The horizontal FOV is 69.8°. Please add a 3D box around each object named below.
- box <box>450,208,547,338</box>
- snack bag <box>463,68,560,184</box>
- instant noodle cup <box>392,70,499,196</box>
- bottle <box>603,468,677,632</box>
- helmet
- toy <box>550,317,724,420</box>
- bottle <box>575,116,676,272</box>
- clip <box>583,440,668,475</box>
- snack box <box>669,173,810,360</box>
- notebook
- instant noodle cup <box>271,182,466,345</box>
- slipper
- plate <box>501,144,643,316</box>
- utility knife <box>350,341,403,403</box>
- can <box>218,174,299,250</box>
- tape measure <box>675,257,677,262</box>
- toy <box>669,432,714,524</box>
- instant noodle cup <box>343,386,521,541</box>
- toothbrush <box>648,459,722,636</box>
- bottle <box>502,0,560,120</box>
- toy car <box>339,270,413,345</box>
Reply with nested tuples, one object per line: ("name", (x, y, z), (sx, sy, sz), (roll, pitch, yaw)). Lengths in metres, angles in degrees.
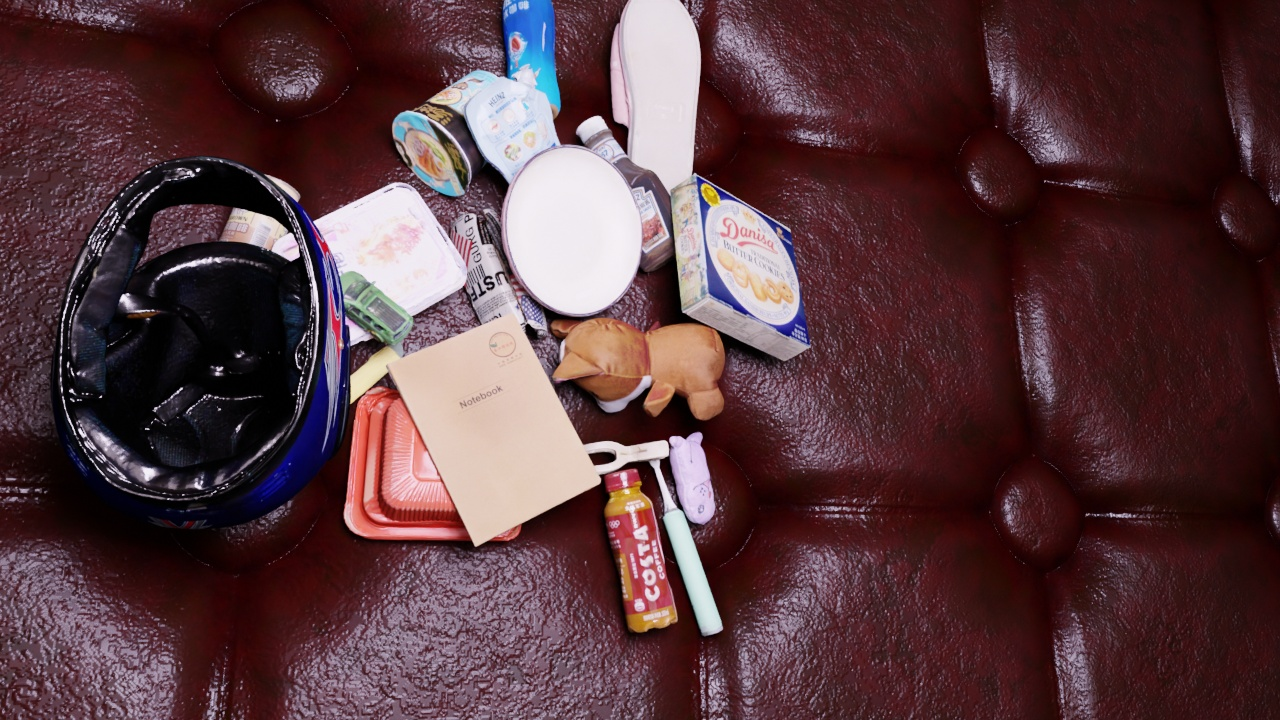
("box", (-0.151, -0.097, 1.053), (0.087, 0.076, 0.163), (-16, 79, -42))
("snack bag", (-0.124, -0.233, 1.051), (0.110, 0.039, 0.191), (-43, 126, -21))
("instant noodle cup", (-0.205, -0.270, 1.054), (0.111, 0.111, 0.120), (40, 60, -6))
("bottle", (-0.004, 0.210, 1.024), (0.057, 0.058, 0.175), (-9, 80, -21))
("helmet", (-0.388, -0.008, 0.838), (0.247, 0.241, 0.315), (8, 86, -16))
("toy", (-0.006, 0.006, 1.053), (0.199, 0.140, 0.131), (10, 115, -15))
("bottle", (-0.014, -0.206, 1.117), (0.195, 0.080, 0.044), (59, 23, 2))
("clip", (-0.020, 0.107, 1.032), (0.105, 0.081, 0.034), (-8, 78, 8))
("snack box", (0.119, -0.110, 1.096), (0.177, 0.046, 0.182), (22, 52, -38))
("notebook", (-0.151, 0.066, 0.949), (0.147, 0.008, 0.207), (-25, 80, -22))
("instant noodle cup", (-0.293, -0.097, 0.999), (0.173, 0.060, 0.138), (-33, 89, -22))
("slipper", (0.019, -0.332, 1.168), (0.114, 0.054, 0.274), (-2, 89, -16))
("plate", (-0.081, -0.146, 1.045), (0.192, 0.039, 0.192), (-1, 92, -40))
("utility knife", (-0.327, 0.044, 0.972), (0.031, 0.021, 0.197), (34, 59, 26))
("can", (-0.407, -0.133, 0.968), (0.058, 0.059, 0.116), (19, 71, -14))
("tape measure", (0.068, -0.153, 1.150), (0.057, 0.039, 0.058), (-5, 78, -20))
("toy", (0.062, 0.138, 1.070), (0.083, 0.039, 0.108), (-6, 81, -63))
("instant noodle cup", (-0.212, 0.104, 0.967), (0.188, 0.079, 0.164), (3, 72, -14))
("toothbrush", (0.047, 0.207, 1.060), (0.026, 0.027, 0.224), (-20, 83, 6))
("bottle", (-0.136, -0.400, 1.127), (0.065, 0.065, 0.218), (1, 76, -19))
("toy car", (-0.277, -0.056, 0.944), (0.091, 0.036, 0.043), (37, 69, -4))
